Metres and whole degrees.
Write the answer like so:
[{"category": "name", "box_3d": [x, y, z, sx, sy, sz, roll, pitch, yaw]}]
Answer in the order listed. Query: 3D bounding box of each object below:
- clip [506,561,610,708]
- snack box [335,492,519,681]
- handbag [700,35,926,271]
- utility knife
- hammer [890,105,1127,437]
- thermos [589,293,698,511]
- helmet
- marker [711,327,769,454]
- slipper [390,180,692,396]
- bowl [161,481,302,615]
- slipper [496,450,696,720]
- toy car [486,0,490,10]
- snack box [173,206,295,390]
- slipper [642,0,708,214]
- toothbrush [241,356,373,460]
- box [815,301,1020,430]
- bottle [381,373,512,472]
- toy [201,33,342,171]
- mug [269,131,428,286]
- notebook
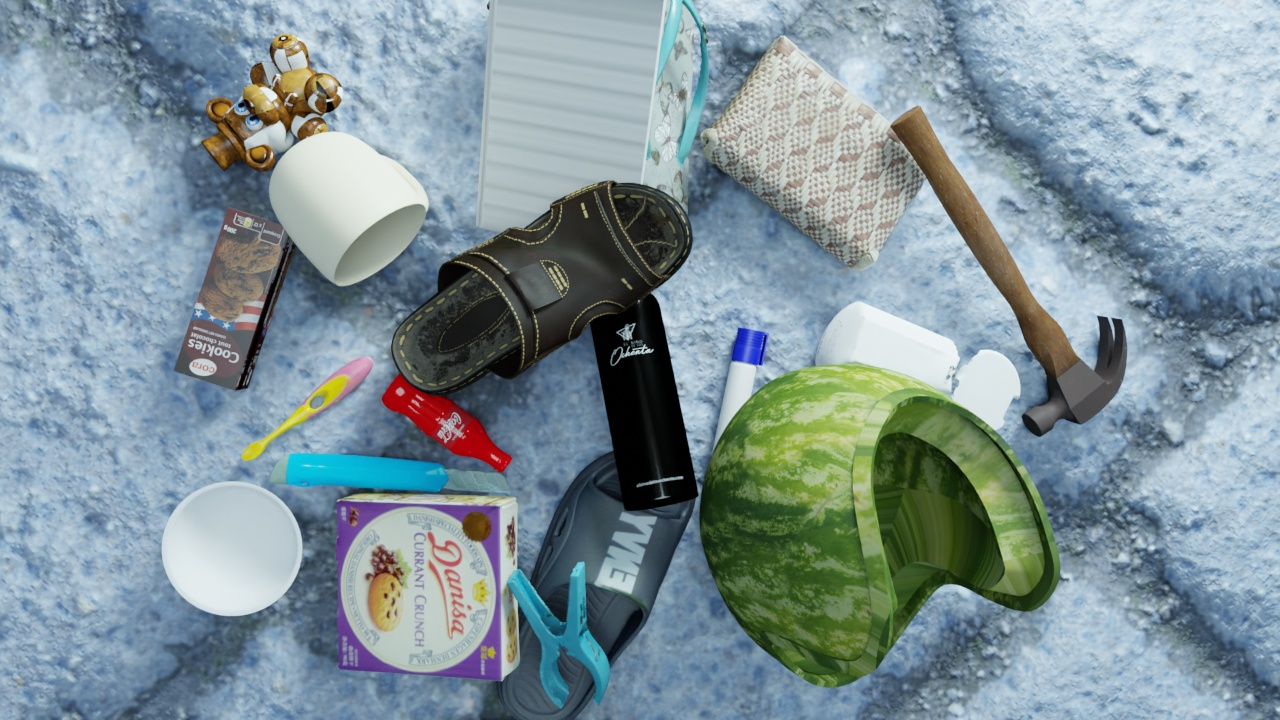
[{"category": "clip", "box_3d": [-0.047, 0.220, 0.734, 0.114, 0.028, 0.127, 0, 106, 17]}, {"category": "snack box", "box_3d": [-0.177, 0.185, 0.763, 0.148, 0.040, 0.143, 0, 92, 11]}, {"category": "handbag", "box_3d": [0.153, -0.177, 0.794, 0.186, 0.047, 0.124, 36, 83, -7]}, {"category": "utility knife", "box_3d": [-0.212, 0.099, 0.780, 0.205, 0.015, 0.031, 5, 90, 3]}, {"category": "hammer", "box_3d": [0.317, -0.080, 0.800, 0.115, 0.033, 0.323, -38, 103, -2]}, {"category": "thermos", "box_3d": [-0.004, 0.005, 0.761, 0.061, 0.061, 0.231, -10, 76, -5]}, {"category": "helmet", "box_3d": [0.157, 0.123, 0.711, 0.212, 0.248, 0.243, -11, 74, -27]}, {"category": "marker", "box_3d": [0.086, 0.039, 0.807, 0.027, 0.023, 0.133, 11, 91, -3]}, {"category": "slipper", "box_3d": [-0.086, -0.055, 0.718, 0.268, 0.075, 0.113, -28, 86, 10]}, {"category": "bowl", "box_3d": [-0.333, 0.152, 0.765, 0.110, 0.040, 0.110, 0, 92, -5]}, {"category": "slipper", "box_3d": [-0.043, 0.195, 0.774, 0.110, 0.083, 0.268, 27, 91, -4]}, {"category": "toy car", "box_3d": [-0.054, -0.337, 0.760, 0.070, 0.062, 0.170, 35, 88, -6]}, {"category": "snack box", "box_3d": [-0.334, -0.050, 0.762, 0.051, 0.032, 0.141, 19, 90, -6]}, {"category": "slipper", "box_3d": [0.026, -0.219, 0.754, 0.055, 0.098, 0.269, 7, 105, 38]}, {"category": "toothbrush", "box_3d": [-0.282, 0.041, 0.780, 0.135, 0.016, 0.021, -39, 93, -5]}, {"category": "box", "box_3d": [0.239, 0.012, 0.787, 0.166, 0.092, 0.083, 21, 79, -8]}, {"category": "bottle", "box_3d": [-0.161, 0.055, 0.779, 0.119, 0.036, 0.036, 36, 89, -6]}, {"category": "toy", "box_3d": [-0.301, -0.200, 0.743, 0.112, 0.067, 0.087, -39, 80, -15]}, {"category": "mug", "box_3d": [-0.234, -0.133, 0.742, 0.100, 0.096, 0.119, 47, 47, 4]}, {"category": "notebook", "box_3d": [-0.061, -0.196, 0.733, 0.143, 0.009, 0.210, 14, 112, 15]}]
